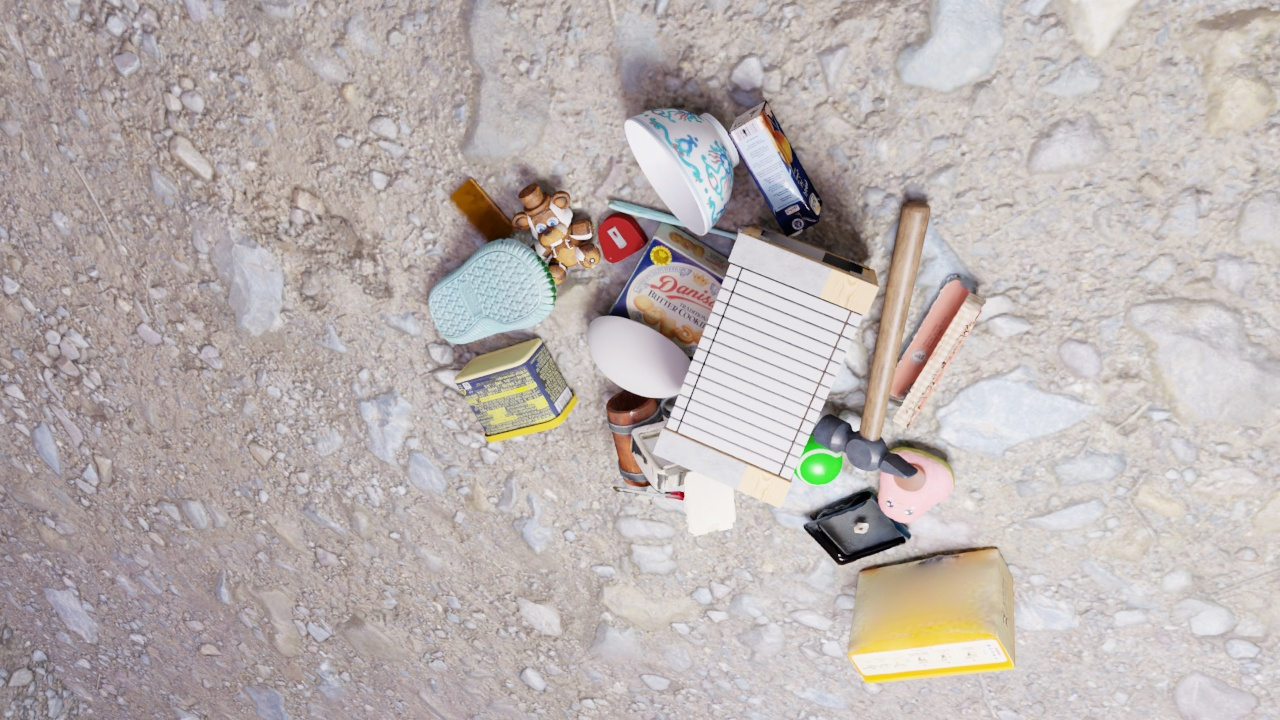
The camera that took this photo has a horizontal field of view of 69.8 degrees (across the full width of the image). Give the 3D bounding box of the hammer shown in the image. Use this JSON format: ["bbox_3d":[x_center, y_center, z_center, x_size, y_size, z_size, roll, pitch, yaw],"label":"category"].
[{"bbox_3d":[0.277,-0.019,1.021,0.129,0.040,0.322,29,125,41],"label":"hammer"}]

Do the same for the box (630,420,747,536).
[{"bbox_3d":[0.084,0.117,1.113,0.143,0.180,0.080,-13,127,-21],"label":"box"}]

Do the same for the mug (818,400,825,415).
[{"bbox_3d":[0.177,0.001,1.090,0.107,0.080,0.116,21,101,9],"label":"mug"}]

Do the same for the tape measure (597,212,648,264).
[{"bbox_3d":[-0.028,-0.147,1.095,0.059,0.019,0.051,-25,111,34],"label":"tape measure"}]

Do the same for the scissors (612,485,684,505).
[{"bbox_3d":[0.028,0.186,1.252,0.198,0.015,0.180,9,164,-26],"label":"scissors"}]

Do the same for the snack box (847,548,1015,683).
[{"bbox_3d":[0.373,0.326,1.188,0.196,0.144,0.080,-19,117,32],"label":"snack box"}]

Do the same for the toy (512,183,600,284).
[{"bbox_3d":[-0.103,-0.156,1.092,0.087,0.067,0.112,-25,126,16],"label":"toy"}]

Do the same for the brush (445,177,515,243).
[{"bbox_3d":[-0.184,-0.166,1.147,0.049,0.017,0.126,-30,108,35],"label":"brush"}]

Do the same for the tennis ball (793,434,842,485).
[{"bbox_3d":[0.222,0.125,1.157,0.065,0.065,0.065,11,127,15],"label":"tennis ball"}]

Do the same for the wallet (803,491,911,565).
[{"bbox_3d":[0.289,0.224,1.225,0.115,0.026,0.089,-31,109,38],"label":"wallet"}]

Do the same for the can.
[{"bbox_3d":[-0.172,0.041,1.254,0.135,0.075,0.104,-15,114,30],"label":"can"}]

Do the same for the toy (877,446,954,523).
[{"bbox_3d":[0.338,0.158,1.142,0.090,0.051,0.110,22,132,15],"label":"toy"}]

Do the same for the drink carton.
[{"bbox_3d":[0.143,-0.199,0.960,0.040,0.064,0.130,-24,111,27],"label":"drink carton"}]

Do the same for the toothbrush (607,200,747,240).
[{"bbox_3d":[0.047,-0.162,1.057,0.181,0.016,0.017,15,131,11],"label":"toothbrush"}]

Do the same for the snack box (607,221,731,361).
[{"bbox_3d":[0.052,-0.071,1.102,0.144,0.042,0.145,30,130,-1],"label":"snack box"}]

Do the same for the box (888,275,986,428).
[{"bbox_3d":[0.324,-0.007,1.032,0.067,0.056,0.188,45,134,30],"label":"box"}]

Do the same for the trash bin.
[{"bbox_3d":[0.135,-0.002,0.978,0.142,0.142,0.247,23,106,7],"label":"trash bin"}]

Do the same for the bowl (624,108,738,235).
[{"bbox_3d":[0.055,-0.212,0.966,0.074,0.144,0.144,-36,110,-5],"label":"bowl"}]

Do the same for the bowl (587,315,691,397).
[{"bbox_3d":[-0.007,0.007,1.142,0.149,0.043,0.150,24,156,11],"label":"bowl"}]

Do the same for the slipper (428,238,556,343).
[{"bbox_3d":[-0.182,-0.086,1.162,0.277,0.069,0.116,-16,101,50],"label":"slipper"}]

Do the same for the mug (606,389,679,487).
[{"bbox_3d":[0.017,0.096,1.222,0.117,0.081,0.111,-15,116,3],"label":"mug"}]
